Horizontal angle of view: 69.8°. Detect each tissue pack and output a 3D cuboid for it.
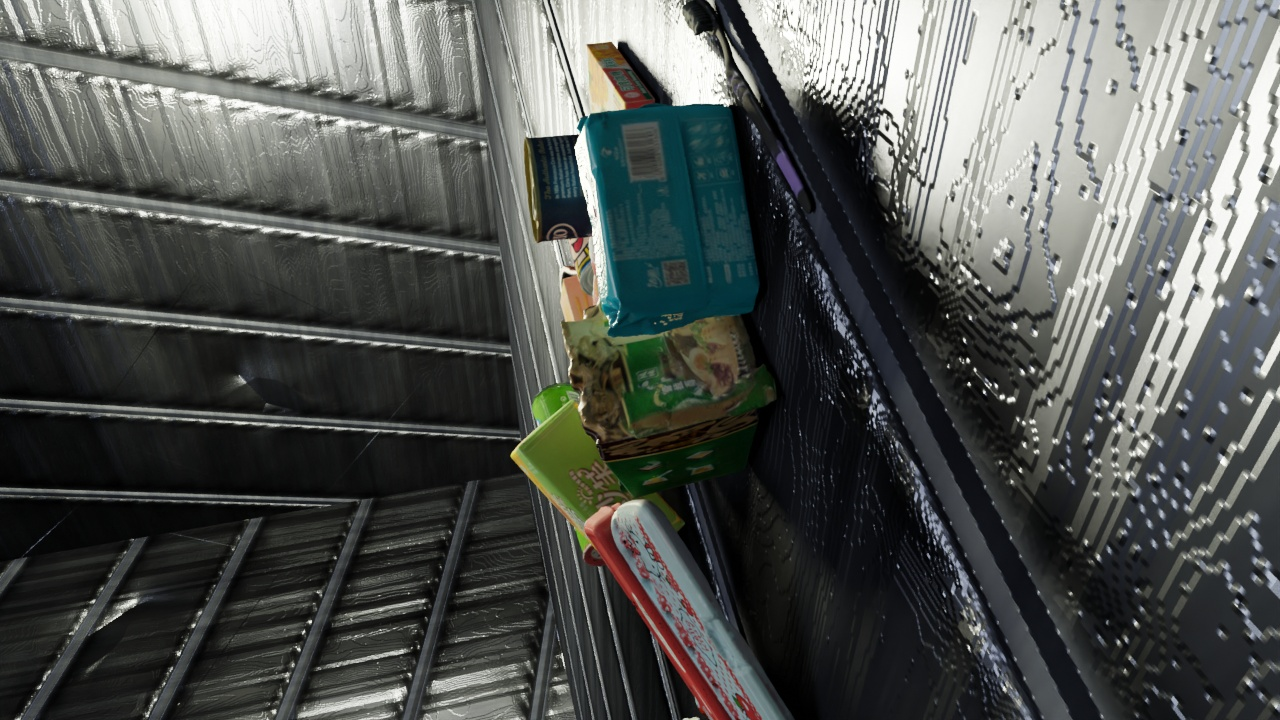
[{"bbox_3d":[0.016,-0.083,0.538,0.050,0.093,0.133,156,106,-75],"label":"tissue pack"}]

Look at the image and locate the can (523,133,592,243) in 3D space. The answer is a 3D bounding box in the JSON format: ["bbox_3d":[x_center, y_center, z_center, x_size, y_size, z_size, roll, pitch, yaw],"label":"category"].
[{"bbox_3d":[-0.025,-0.128,0.665,0.075,0.111,0.075,172,91,-81],"label":"can"}]

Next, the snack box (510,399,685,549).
[{"bbox_3d":[-0.052,0.126,0.921,0.157,0.070,0.210,48,168,-1],"label":"snack box"}]

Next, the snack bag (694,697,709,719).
[{"bbox_3d":[0.055,0.253,0.767,0.048,0.026,0.104,-15,82,56],"label":"snack bag"}]

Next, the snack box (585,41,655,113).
[{"bbox_3d":[-0.017,-0.209,0.776,0.155,0.027,0.077,-113,17,-53],"label":"snack box"}]

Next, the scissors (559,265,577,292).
[{"bbox_3d":[-0.047,-0.105,0.955,0.190,0.015,0.225,121,146,-47],"label":"scissors"}]

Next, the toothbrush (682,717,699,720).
[{"bbox_3d":[0.070,0.360,0.817,0.180,0.016,0.016,-168,68,-76],"label":"toothbrush"}]

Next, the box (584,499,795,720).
[{"bbox_3d":[0.035,0.184,0.620,0.201,0.039,0.158,57,168,2],"label":"box"}]

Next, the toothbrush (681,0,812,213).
[{"bbox_3d":[0.055,-0.144,0.495,0.014,0.016,0.188,95,161,-52],"label":"toothbrush"}]

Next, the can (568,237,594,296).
[{"bbox_3d":[-0.031,-0.110,0.822,0.067,0.066,0.093,98,161,-56],"label":"can"}]

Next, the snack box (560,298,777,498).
[{"bbox_3d":[0.020,0.022,0.595,0.106,0.117,0.118,75,-179,-53],"label":"snack box"}]

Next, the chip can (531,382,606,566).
[{"bbox_3d":[-0.072,0.137,1.147,0.072,0.072,0.235,95,156,-50],"label":"chip can"}]

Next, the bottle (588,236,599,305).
[{"bbox_3d":[-0.003,-0.022,0.754,0.068,0.068,0.197,-112,15,-50],"label":"bottle"}]

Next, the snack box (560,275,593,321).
[{"bbox_3d":[-0.046,0.001,0.898,0.084,0.026,0.157,118,136,-77],"label":"snack box"}]
